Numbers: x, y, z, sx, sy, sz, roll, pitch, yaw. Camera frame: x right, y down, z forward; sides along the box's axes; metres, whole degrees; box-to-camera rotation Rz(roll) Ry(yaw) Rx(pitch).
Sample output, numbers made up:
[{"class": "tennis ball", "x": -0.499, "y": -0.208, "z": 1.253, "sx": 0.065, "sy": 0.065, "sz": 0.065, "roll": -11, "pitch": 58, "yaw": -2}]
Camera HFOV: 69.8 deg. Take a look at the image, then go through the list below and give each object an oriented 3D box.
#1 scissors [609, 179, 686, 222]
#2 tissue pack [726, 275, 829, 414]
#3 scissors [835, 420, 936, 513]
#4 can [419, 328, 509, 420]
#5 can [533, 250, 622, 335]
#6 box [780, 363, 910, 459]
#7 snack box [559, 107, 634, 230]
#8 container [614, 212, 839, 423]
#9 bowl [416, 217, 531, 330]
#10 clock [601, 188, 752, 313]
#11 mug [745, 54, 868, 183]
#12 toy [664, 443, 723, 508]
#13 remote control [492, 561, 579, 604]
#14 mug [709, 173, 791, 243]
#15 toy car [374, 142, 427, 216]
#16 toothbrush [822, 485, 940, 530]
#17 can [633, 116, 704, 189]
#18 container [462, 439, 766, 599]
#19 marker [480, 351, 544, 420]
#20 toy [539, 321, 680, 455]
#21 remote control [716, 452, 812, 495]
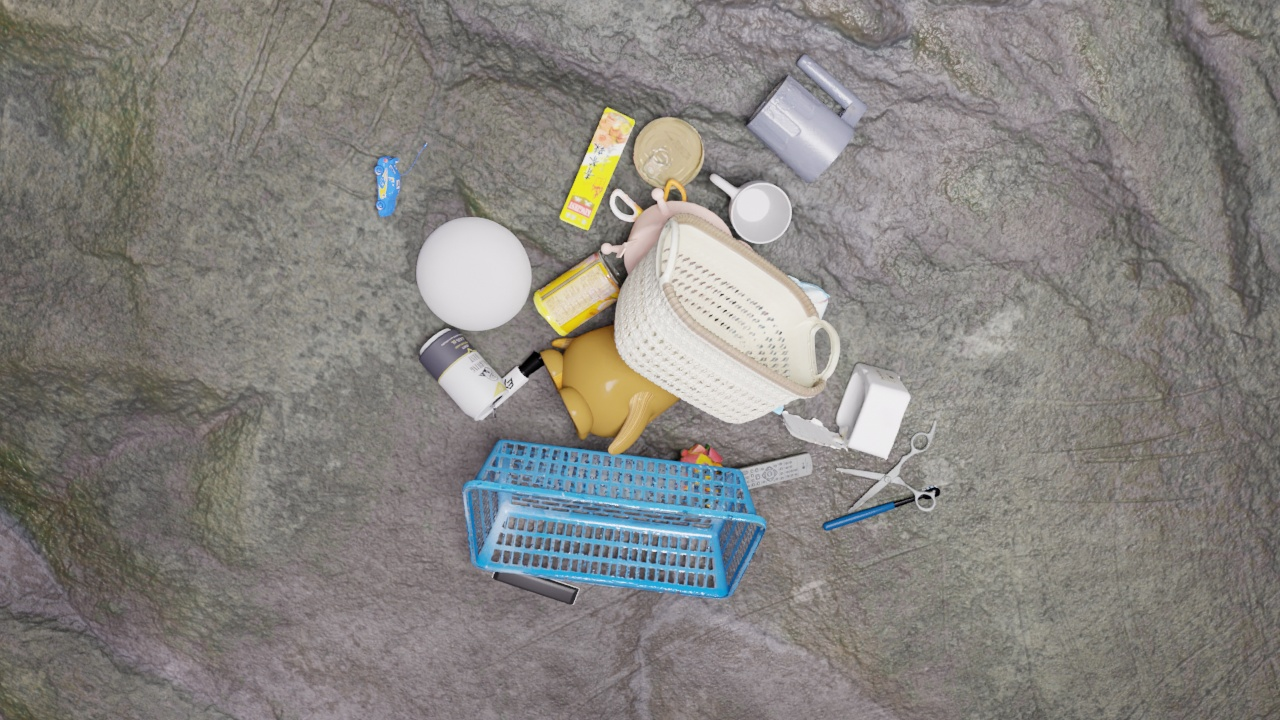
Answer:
[{"class": "scissors", "x": 0.012, "y": -0.176, "z": 1.143, "sx": 0.127, "sy": 0.011, "sz": 0.126, "roll": 17, "pitch": 132, "yaw": -1}, {"class": "tissue pack", "x": 0.160, "y": -0.026, "z": 1.181, "sx": 0.112, "sy": 0.070, "sz": 0.182, "roll": 18, "pitch": 106, "yaw": -3}, {"class": "scissors", "x": 0.350, "y": 0.150, "z": 1.257, "sx": 0.141, "sy": 0.014, "sz": 0.174, "roll": 30, "pitch": 99, "yaw": 1}, {"class": "can", "x": -0.224, "y": 0.022, "z": 1.186, "sx": 0.064, "sy": 0.064, "sz": 0.127, "roll": -43, "pitch": 85, "yaw": 12}, {"class": "can", "x": -0.077, "y": -0.085, "z": 1.167, "sx": 0.105, "sy": 0.067, "sz": 0.067, "roll": -33, "pitch": 103, "yaw": 9}, {"class": "box", "x": 0.256, "y": 0.065, "z": 1.190, "sx": 0.137, "sy": 0.108, "sz": 0.126, "roll": 17, "pitch": 108, "yaw": -1}, {"class": "snack box", "x": -0.054, "y": -0.238, "z": 1.141, "sx": 0.040, "sy": 0.029, "sz": 0.148, "roll": 23, "pitch": 105, "yaw": -6}, {"class": "container", "x": 0.089, "y": -0.040, "z": 1.038, "sx": 0.246, "sy": 0.184, "sz": 0.143, "roll": 30, "pitch": 133, "yaw": -24}, {"class": "bowl", "x": -0.216, "y": -0.106, "z": 1.174, "sx": 0.149, "sy": 0.043, "sz": 0.150, "roll": 0, "pitch": 106, "yaw": 0}, {"class": "clock", "x": 0.048, "y": -0.121, "z": 1.122, "sx": 0.160, "sy": 0.086, "sz": 0.131, "roll": 27, "pitch": 140, "yaw": -22}, {"class": "mug", "x": 0.202, "y": -0.294, "z": 1.104, "sx": 0.104, "sy": 0.084, "sz": 0.123, "roll": 38, "pitch": 79, "yaw": -8}, {"class": "toy", "x": 0.080, "y": 0.157, "z": 1.248, "sx": 0.103, "sy": 0.046, "sz": 0.084, "roll": 37, "pitch": 81, "yaw": -20}, {"class": "remote control", "x": -0.150, "y": 0.321, "z": 1.315, "sx": 0.124, "sy": 0.011, "sz": 0.028, "roll": 20, "pitch": 106, "yaw": -5}, {"class": "mug", "x": 0.128, "y": -0.195, "z": 1.120, "sx": 0.107, "sy": 0.089, "sz": 0.071, "roll": 34, "pitch": 103, "yaw": -9}, {"class": "toy car", "x": -0.295, "y": -0.225, "z": 1.143, "sx": 0.062, "sy": 0.033, "sz": 0.092, "roll": 4, "pitch": 106, "yaw": 6}, {"class": "toothbrush", "x": 0.335, "y": 0.207, "z": 1.277, "sx": 0.168, "sy": 0.014, "sz": 0.014, "roll": -19, "pitch": 104, "yaw": 7}, {"class": "can", "x": 0.034, "y": -0.255, "z": 1.128, "sx": 0.086, "sy": 0.043, "sz": 0.086, "roll": 0, "pitch": 106, "yaw": 0}, {"class": "container", "x": -0.037, "y": 0.204, "z": 1.189, "sx": 0.362, "sy": 0.089, "sz": 0.258, "roll": 7, "pitch": 145, "yaw": -2}, {"class": "marker", "x": -0.175, "y": 0.032, "z": 1.224, "sx": 0.126, "sy": 0.025, "sz": 0.025, "roll": -40, "pitch": 102, "yaw": 11}, {"class": "toy", "x": -0.007, "y": 0.007, "z": 1.155, "sx": 0.203, "sy": 0.198, "sz": 0.163, "roll": -26, "pitch": 142, "yaw": -6}, {"class": "remote control", "x": 0.169, "y": 0.153, "z": 1.244, "sx": 0.136, "sy": 0.013, "sz": 0.033, "roll": -12, "pitch": 105, "yaw": -13}]
